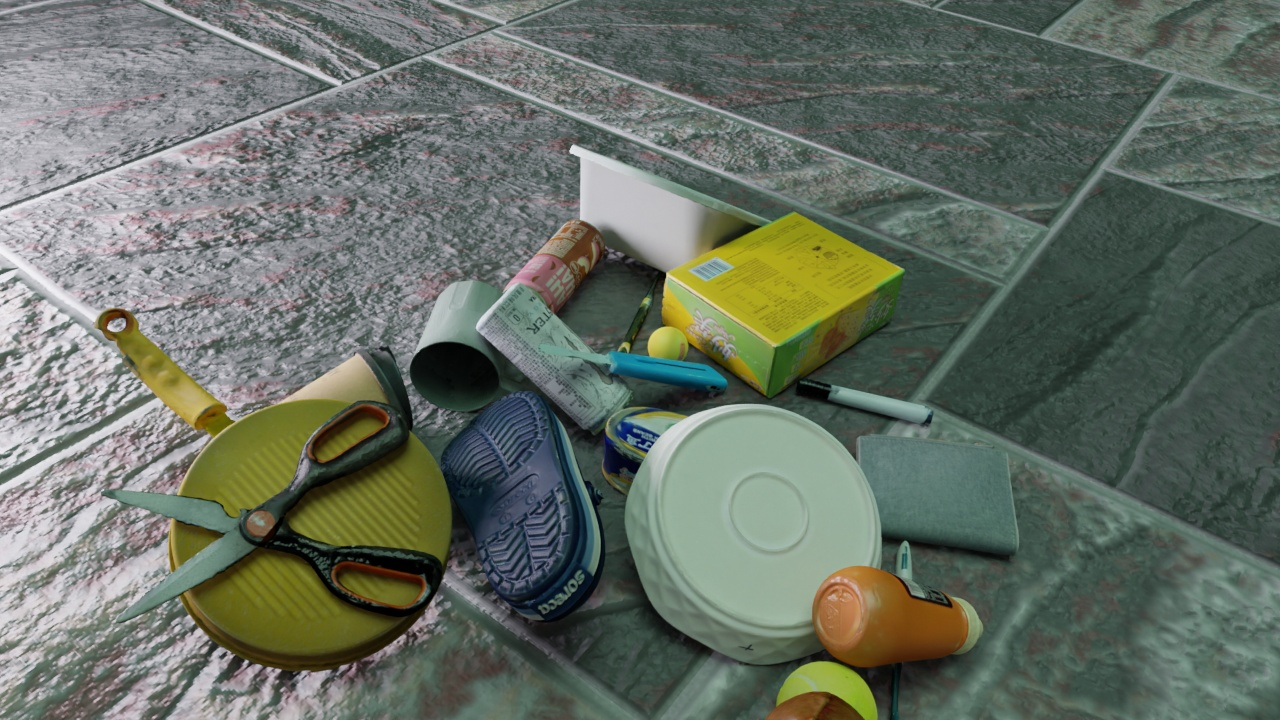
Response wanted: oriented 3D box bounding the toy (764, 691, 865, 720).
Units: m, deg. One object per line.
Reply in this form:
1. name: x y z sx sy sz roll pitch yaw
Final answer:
1. toy: 0.131 0.286 0.507 0.199 0.130 0.140 35 9 17

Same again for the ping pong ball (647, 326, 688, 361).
1. ping pong ball: 0.027 -0.014 0.914 0.040 0.040 0.040 2 40 -2

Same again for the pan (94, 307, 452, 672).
1. pan: -0.296 0.073 0.692 0.357 0.078 0.197 45 56 6

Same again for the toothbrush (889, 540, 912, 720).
1. toothbrush: 0.196 0.208 0.682 0.018 0.016 0.191 20 42 3

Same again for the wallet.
1. wallet: 0.250 0.112 0.787 0.130 0.037 0.106 7 50 6

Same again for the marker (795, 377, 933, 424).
1. marker: 0.216 0.038 0.886 0.131 0.018 0.022 14 31 12

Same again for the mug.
1. mug: -0.148 -0.008 0.874 0.124 0.084 0.103 24 36 -16

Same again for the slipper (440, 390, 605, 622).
1. slipper: -0.079 0.110 0.704 0.105 0.095 0.253 -39 30 -2

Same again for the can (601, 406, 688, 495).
1. can: 0.038 0.089 0.785 0.148 0.049 0.074 18 42 16

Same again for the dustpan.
1. dustpan: 0.041 -0.197 1.043 0.223 0.143 0.256 27 41 25

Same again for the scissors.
1. scissors: -0.237 0.111 0.633 0.232 0.022 0.220 34 56 -2

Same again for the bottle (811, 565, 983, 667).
1. bottle: 0.190 0.184 0.646 0.149 0.067 0.066 15 31 -33

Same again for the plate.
1. plate: 0.092 0.122 0.700 0.205 0.046 0.204 4 60 -8

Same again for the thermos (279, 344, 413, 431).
1. thermos: -0.264 0.053 0.779 0.143 0.093 0.093 -28 49 -23

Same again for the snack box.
1. snack box: 0.150 -0.066 0.964 0.209 0.070 0.158 -28 49 -33

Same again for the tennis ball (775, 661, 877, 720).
1. tennis ball: 0.123 0.233 0.606 0.065 0.066 0.065 2 40 -2

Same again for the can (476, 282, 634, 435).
1. can: -0.076 -0.001 0.823 0.146 0.058 0.058 43 44 -8

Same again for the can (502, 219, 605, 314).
1. can: -0.091 -0.095 0.988 0.058 0.058 0.146 17 42 15

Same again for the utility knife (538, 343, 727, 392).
1. utility knife: -0.005 0.005 0.827 0.222 0.018 0.034 10 29 -43

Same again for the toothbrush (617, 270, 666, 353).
1. toothbrush: 0.007 -0.053 0.983 0.017 0.012 0.185 21 42 3
